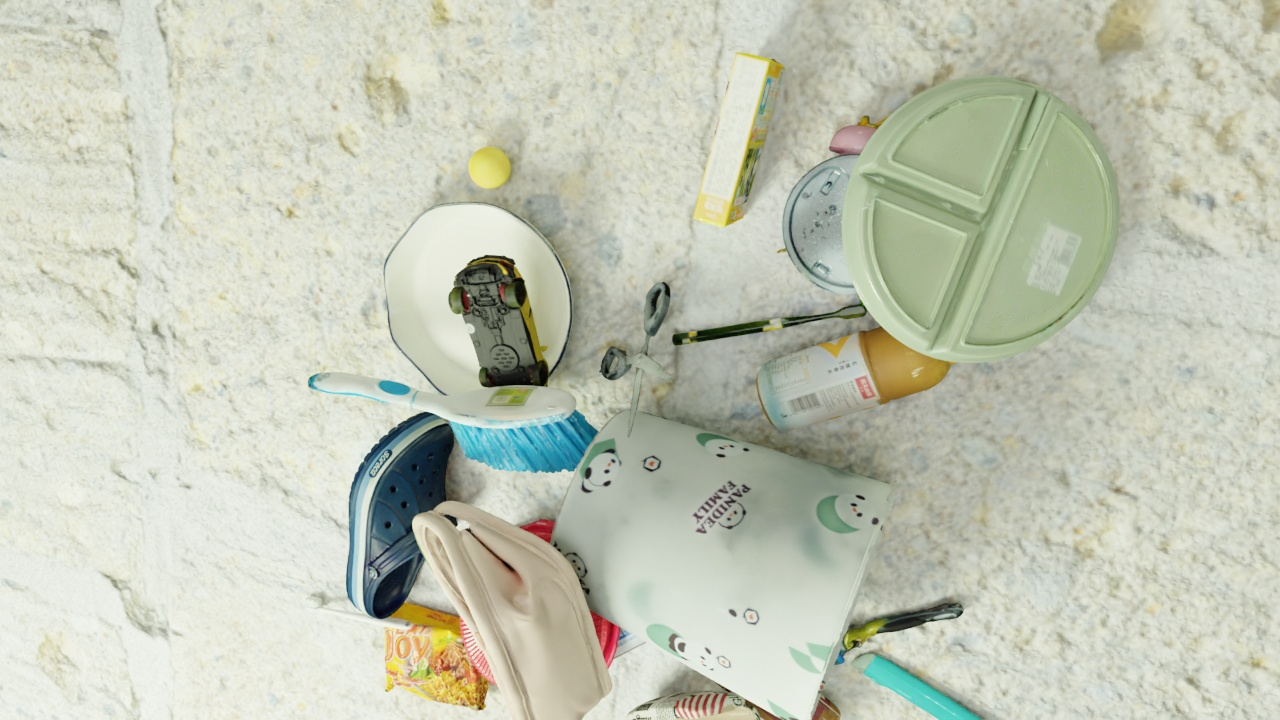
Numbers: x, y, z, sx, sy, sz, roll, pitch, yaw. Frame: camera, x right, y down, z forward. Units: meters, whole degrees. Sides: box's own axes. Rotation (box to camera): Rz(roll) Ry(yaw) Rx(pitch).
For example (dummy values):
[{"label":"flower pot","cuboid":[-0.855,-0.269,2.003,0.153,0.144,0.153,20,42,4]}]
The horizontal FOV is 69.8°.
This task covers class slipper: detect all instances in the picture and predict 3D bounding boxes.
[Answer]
[{"label":"slipper","cuboid":[-0.250,0.179,0.978,0.095,0.104,0.253,26,113,18]}]

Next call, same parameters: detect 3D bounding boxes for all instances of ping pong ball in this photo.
[{"label":"ping pong ball","cuboid":[-0.146,-0.186,0.886,0.040,0.040,0.040,4,105,17]}]

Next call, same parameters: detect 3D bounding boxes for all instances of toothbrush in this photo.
[{"label":"toothbrush","cuboid":[0.117,-0.033,0.855,0.186,0.017,0.012,-9,103,22]},{"label":"toothbrush","cuboid":[-0.328,0.292,1.060,0.180,0.016,0.016,-1,98,34]}]

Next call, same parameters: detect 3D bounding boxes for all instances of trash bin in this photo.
[{"label":"trash bin","cuboid":[0.071,0.171,0.820,0.252,0.229,0.230,20,109,19]}]

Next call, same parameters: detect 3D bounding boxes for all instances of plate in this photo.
[{"label":"plate","cuboid":[0.275,-0.110,0.731,0.230,0.027,0.230,-1,99,-4]},{"label":"plate","cuboid":[-0.159,-0.058,0.921,0.205,0.045,0.205,5,106,17]}]

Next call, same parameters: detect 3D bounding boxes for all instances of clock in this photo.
[{"label":"clock","cuboid":[0.194,-0.133,0.780,0.117,0.059,0.159,35,113,8]}]

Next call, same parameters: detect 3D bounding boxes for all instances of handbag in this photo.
[{"label":"handbag","cuboid":[-0.137,0.218,0.839,0.234,0.093,0.193,31,142,43]}]

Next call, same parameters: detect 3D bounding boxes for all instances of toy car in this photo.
[{"label":"toy car","cuboid":[-0.130,-0.024,0.871,0.071,0.041,0.156,-4,118,19]}]

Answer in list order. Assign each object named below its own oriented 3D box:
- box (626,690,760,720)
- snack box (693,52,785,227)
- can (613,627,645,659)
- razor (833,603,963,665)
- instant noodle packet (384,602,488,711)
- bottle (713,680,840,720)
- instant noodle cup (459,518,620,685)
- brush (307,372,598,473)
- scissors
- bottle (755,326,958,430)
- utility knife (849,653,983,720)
[{"label":"box","cuboid":[0.048,0.366,0.920,0.087,0.076,0.163,23,151,-21]},{"label":"snack box","cuboid":[0.085,-0.188,0.786,0.034,0.086,0.140,16,109,13]},{"label":"can","cuboid":[-0.026,0.281,0.961,0.135,0.053,0.053,-34,92,23]},{"label":"razor","cuboid":[0.241,0.257,0.885,0.143,0.022,0.043,-24,129,18]},{"label":"instant noodle packet","cuboid":[-0.237,0.340,1.051,0.128,0.044,0.111,6,102,17]},{"label":"bottle","cuboid":[0.115,0.319,0.923,0.175,0.057,0.058,38,112,6]},{"label":"instant noodle cup","cuboid":[-0.118,0.264,0.947,0.194,0.065,0.193,-4,81,30]},{"label":"brush","cuboid":[-0.186,0.052,0.894,0.315,0.060,0.109,-2,132,29]},{"label":"scissors","cuboid":[-0.002,0.000,0.837,0.014,0.180,0.160,28,150,-19]},{"label":"bottle","cuboid":[0.199,0.008,0.809,0.190,0.067,0.068,-19,97,21]},{"label":"utility knife","cuboid":[0.308,0.348,0.891,0.222,0.013,0.029,31,109,11]}]
